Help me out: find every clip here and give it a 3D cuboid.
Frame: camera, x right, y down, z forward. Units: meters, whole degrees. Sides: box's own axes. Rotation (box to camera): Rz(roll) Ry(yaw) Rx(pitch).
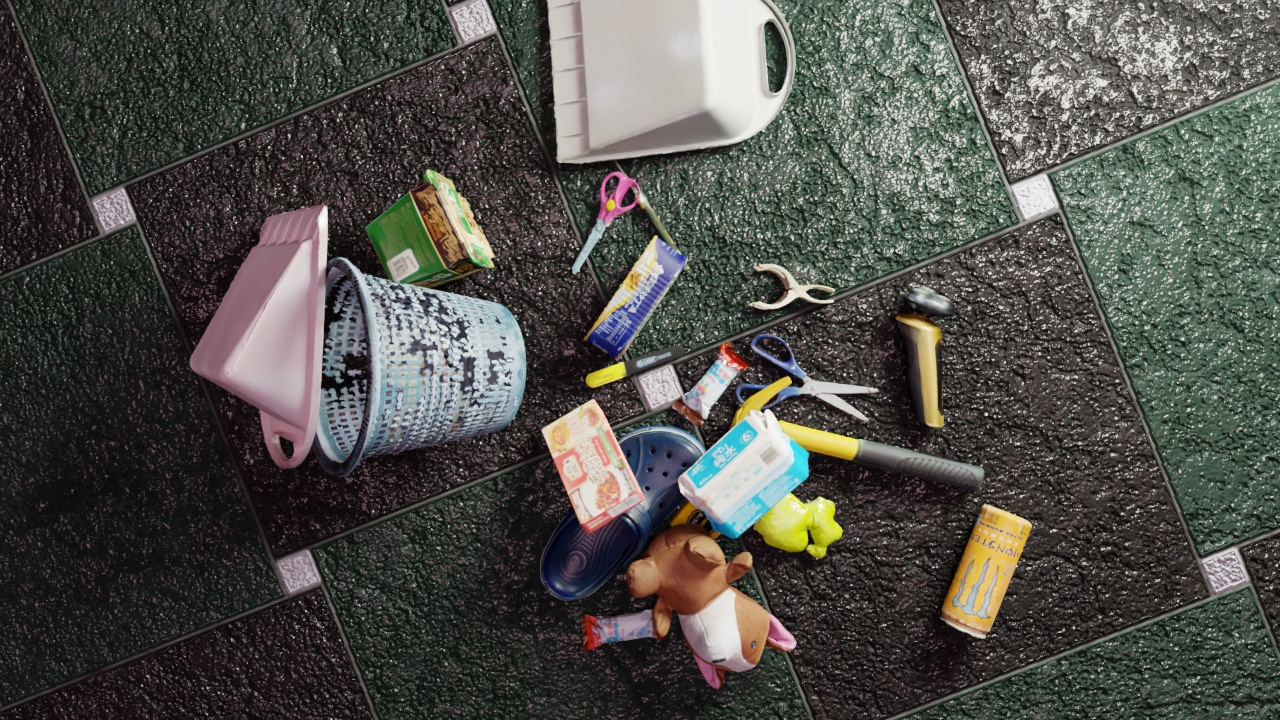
[{"bbox_3d":[0.171,-0.073,1.089,0.102,0.035,0.094,32,88,-7],"label":"clip"}]

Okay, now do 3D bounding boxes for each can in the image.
[{"bbox_3d":[0.403,0.246,1.073,0.058,0.058,0.146,21,91,1],"label":"can"},{"bbox_3d":[-0.005,-0.072,1.073,0.049,0.074,0.148,35,92,-3],"label":"can"}]

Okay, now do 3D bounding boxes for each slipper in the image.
[{"bbox_3d":[-0.030,0.178,1.070,0.105,0.095,0.253,42,95,-2],"label":"slipper"}]

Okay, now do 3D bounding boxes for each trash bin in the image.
[{"bbox_3d":[-0.243,0.007,1.005,0.194,0.227,0.226,0,91,-37],"label":"trash bin"}]

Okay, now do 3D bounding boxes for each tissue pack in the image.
[{"bbox_3d":[0.116,0.128,1.034,0.140,0.063,0.090,-42,118,3],"label":"tissue pack"}]

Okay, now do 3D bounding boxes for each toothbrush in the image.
[{"bbox_3d":[0.009,-0.187,1.102,0.017,0.012,0.186,-32,90,-9],"label":"toothbrush"}]

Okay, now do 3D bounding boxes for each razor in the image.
[{"bbox_3d":[0.338,-0.003,1.075,0.068,0.062,0.167,-3,97,31],"label":"razor"}]

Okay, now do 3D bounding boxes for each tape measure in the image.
[{"bbox_3d":[0.073,0.187,1.097,0.057,0.028,0.060,36,109,-3],"label":"tape measure"}]

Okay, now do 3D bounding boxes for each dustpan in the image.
[{"bbox_3d":[-0.397,-0.027,1.044,0.138,0.223,0.273,34,77,-34],"label":"dustpan"},{"bbox_3d":[0.040,-0.351,1.093,0.258,0.142,0.222,-5,88,29],"label":"dustpan"}]

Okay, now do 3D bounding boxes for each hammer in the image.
[{"bbox_3d":[0.255,0.106,1.084,0.301,0.032,0.129,14,102,0],"label":"hammer"}]

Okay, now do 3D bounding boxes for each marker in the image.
[{"bbox_3d":[-0.007,0.006,1.104,0.124,0.015,0.018,-19,93,1],"label":"marker"}]

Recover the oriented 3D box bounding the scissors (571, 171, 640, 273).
[{"bbox_3d":[-0.048,-0.162,1.099,0.054,0.017,0.133,34,99,17],"label":"scissors"}]

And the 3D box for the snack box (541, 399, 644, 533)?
[{"bbox_3d":[-0.057,0.119,1.054,0.075,0.025,0.152,-30,47,2],"label":"snack box"}]

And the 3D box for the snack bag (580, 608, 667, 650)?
[{"bbox_3d":[-0.020,0.322,1.104,0.104,0.026,0.048,-5,103,2],"label":"snack bag"}]

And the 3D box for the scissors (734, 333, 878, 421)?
[{"bbox_3d":[0.192,0.035,1.099,0.155,0.012,0.166,-37,89,1],"label":"scissors"}]

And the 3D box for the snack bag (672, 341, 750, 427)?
[{"bbox_3d":[0.086,0.028,1.094,0.045,0.026,0.105,39,95,15],"label":"snack bag"}]

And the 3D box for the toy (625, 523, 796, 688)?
[{"bbox_3d":[0.081,0.286,1.052,0.140,0.130,0.199,-26,111,17],"label":"toy"}]

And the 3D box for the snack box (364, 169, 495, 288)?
[{"bbox_3d":[-0.246,-0.137,1.061,0.106,0.117,0.118,-28,87,6],"label":"snack box"}]

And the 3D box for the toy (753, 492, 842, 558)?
[{"bbox_3d":[0.186,0.195,1.093,0.100,0.031,0.096,-18,92,2],"label":"toy"}]
